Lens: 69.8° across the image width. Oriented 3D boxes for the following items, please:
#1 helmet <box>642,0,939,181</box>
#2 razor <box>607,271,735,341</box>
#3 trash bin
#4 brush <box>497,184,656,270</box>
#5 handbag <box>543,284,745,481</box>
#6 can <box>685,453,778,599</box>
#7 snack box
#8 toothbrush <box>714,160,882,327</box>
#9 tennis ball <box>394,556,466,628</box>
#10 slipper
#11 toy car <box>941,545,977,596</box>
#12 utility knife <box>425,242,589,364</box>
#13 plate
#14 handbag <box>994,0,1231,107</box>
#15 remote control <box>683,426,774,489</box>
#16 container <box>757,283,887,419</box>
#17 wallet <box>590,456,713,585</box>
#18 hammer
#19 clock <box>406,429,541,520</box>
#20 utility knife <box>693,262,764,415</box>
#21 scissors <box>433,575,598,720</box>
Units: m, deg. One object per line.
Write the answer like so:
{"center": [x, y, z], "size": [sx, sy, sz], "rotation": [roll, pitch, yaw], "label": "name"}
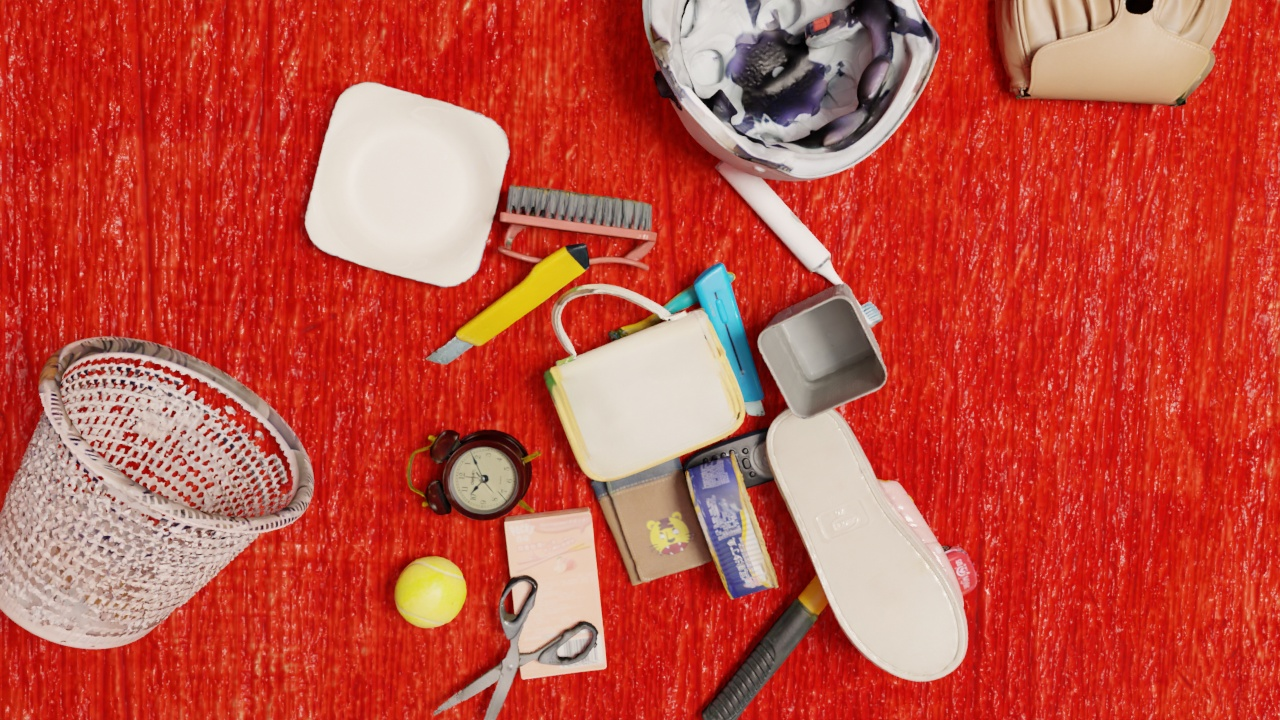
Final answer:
{"center": [0.118, -0.277, 0.814], "size": [0.229, 0.146, 0.258], "rotation": [-42, 88, -3], "label": "helmet"}
{"center": [0.033, -0.047, 0.879], "size": [0.132, 0.028, 0.043], "rotation": [-34, 115, 0], "label": "razor"}
{"center": [-0.426, 0.123, 0.769], "size": [0.227, 0.227, 0.192], "rotation": [39, 102, -7], "label": "trash bin"}
{"center": [-0.057, -0.120, 0.851], "size": [0.146, 0.063, 0.069], "rotation": [6, 97, -7], "label": "brush"}
{"center": [-0.005, 0.005, 0.850], "size": [0.163, 0.063, 0.179], "rotation": [-21, 104, 1], "label": "handbag"}
{"center": [0.087, 0.158, 0.864], "size": [0.049, 0.074, 0.148], "rotation": [-18, 116, 6], "label": "can"}
{"center": [-0.082, 0.224, 0.888], "size": [0.084, 0.026, 0.157], "rotation": [-6, 94, -5], "label": "snack box"}
{"center": [0.155, -0.115, 0.887], "size": [0.221, 0.026, 0.026], "rotation": [46, 127, -6], "label": "toothbrush"}
{"center": [-0.196, 0.216, 0.857], "size": [0.065, 0.065, 0.065], "rotation": [0, 94, -6], "label": "tennis ball"}
{"center": [0.204, 0.163, 0.848], "size": [0.114, 0.054, 0.274], "rotation": [-32, 76, 12], "label": "slipper"}
{"center": [0.280, 0.229, 0.915], "size": [0.120, 0.045, 0.053], "rotation": [-26, 97, -5], "label": "toy car"}
{"center": [-0.123, -0.050, 0.849], "size": [0.192, 0.015, 0.033], "rotation": [-34, 122, 15], "label": "utility knife"}
{"center": [-0.212, -0.160, 0.846], "size": [0.163, 0.034, 0.164], "rotation": [16, 93, -6], "label": "plate"}
{"center": [0.445, -0.320, 0.865], "size": [0.204, 0.099, 0.148], "rotation": [2, 97, -2], "label": "handbag"}
{"center": [0.108, 0.096, 0.897], "size": [0.136, 0.024, 0.053], "rotation": [-18, 96, 1], "label": "remote control"}
{"center": [0.169, -0.014, 0.844], "size": [0.090, 0.114, 0.090], "rotation": [-25, 97, 18], "label": "container"}
{"center": [0.012, 0.153, 0.886], "size": [0.090, 0.033, 0.115], "rotation": [-19, 98, 6], "label": "wallet"}
{"center": [0.163, 0.243, 0.897], "size": [0.129, 0.033, 0.301], "rotation": [40, 95, 21], "label": "hammer"}
{"center": [-0.156, 0.107, 0.859], "size": [0.122, 0.055, 0.082], "rotation": [7, 93, -4], "label": "clock"}
{"center": [0.089, -0.014, 0.879], "size": [0.034, 0.018, 0.162], "rotation": [-23, 111, -3], "label": "utility knife"}
{"center": [-0.119, 0.286, 0.872], "size": [0.159, 0.014, 0.178], "rotation": [-1, 97, -1], "label": "scissors"}
